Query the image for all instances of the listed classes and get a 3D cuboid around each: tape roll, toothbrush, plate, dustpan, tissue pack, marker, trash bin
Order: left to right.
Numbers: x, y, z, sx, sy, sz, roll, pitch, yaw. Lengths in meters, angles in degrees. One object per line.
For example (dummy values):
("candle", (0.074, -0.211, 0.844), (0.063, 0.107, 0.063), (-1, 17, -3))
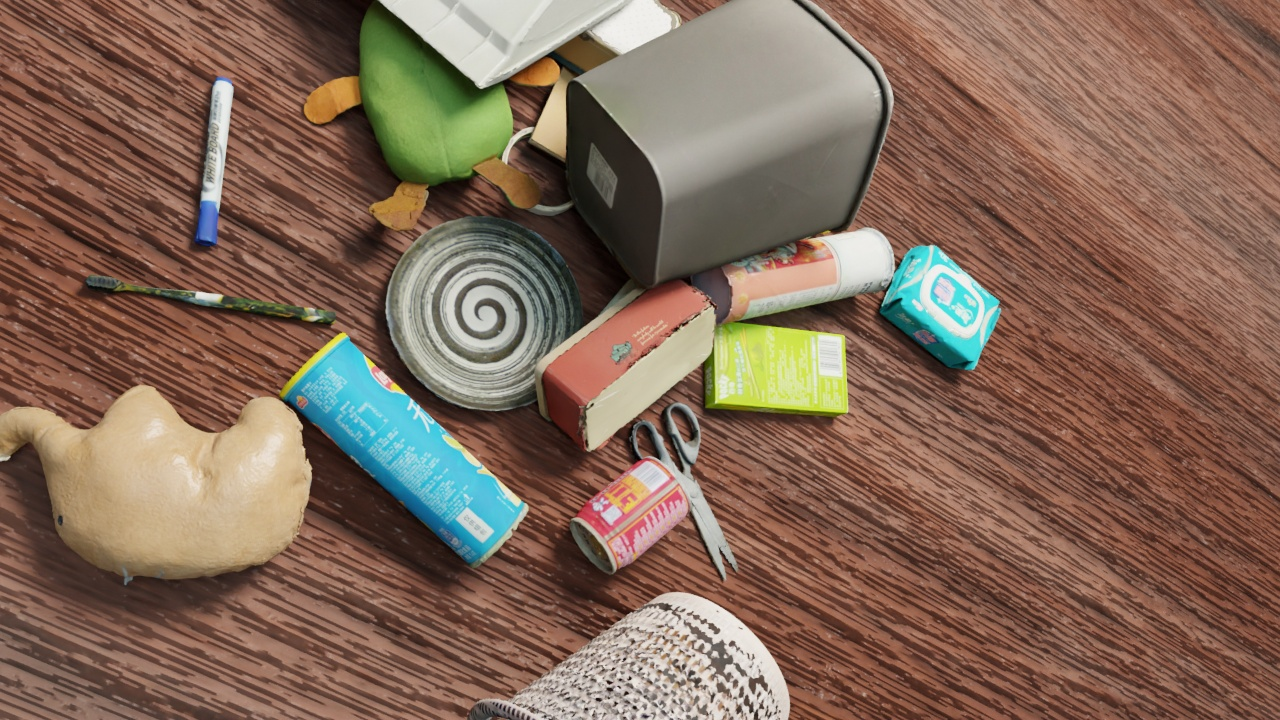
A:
("marker", (-0.353, -0.166, 0.761), (0.017, 0.017, 0.145), (6, 77, -23))
("toothbrush", (-0.342, -0.049, 0.740), (0.185, 0.017, 0.012), (9, 81, -22))
("plate", (-0.138, -0.042, 0.826), (0.179, 0.024, 0.179), (4, 79, -21))
("dustpan", (-0.115, -0.367, 0.831), (0.222, 0.143, 0.257), (42, 85, 10))
("tape roll", (-0.092, -0.182, 0.879), (0.085, 0.014, 0.085), (5, 77, -22))
("toothbrush", (-0.019, -0.062, 0.884), (0.189, 0.029, 0.020), (-52, 142, -22))
("trash bin", (0.008, 0.299, 0.727), (0.191, 0.228, 0.227), (-37, 95, -38))
("trash bin", (0.063, -0.191, 0.815), (0.219, 0.199, 0.198), (-25, 60, -20))
("tissue pack", (0.336, -0.058, 1.019), (0.133, 0.050, 0.093), (36, 67, -13))

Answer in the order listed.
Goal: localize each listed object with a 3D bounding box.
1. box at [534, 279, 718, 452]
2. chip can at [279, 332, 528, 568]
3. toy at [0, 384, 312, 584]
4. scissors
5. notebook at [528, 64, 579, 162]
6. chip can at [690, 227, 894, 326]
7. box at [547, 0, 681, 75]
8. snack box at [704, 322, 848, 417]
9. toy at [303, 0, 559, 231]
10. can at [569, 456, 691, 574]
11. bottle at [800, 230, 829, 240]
("box", (-0.005, 0.005, 0.825), (0.168, 0.091, 0.080), (-38, 62, -25))
("chip can", (-0.191, 0.075, 0.752), (0.210, 0.071, 0.071), (45, 66, -10))
("toy", (-0.362, 0.091, 0.673), (0.225, 0.083, 0.143), (7, 72, -19))
("scissors", (0.055, 0.121, 0.880), (0.172, 0.014, 0.146), (30, 70, -15))
("notebook", (-0.011, -0.265, 0.926), (0.149, 0.012, 0.211), (27, 65, -18))
("chip can", (0.154, -0.085, 0.925), (0.214, 0.071, 0.071), (-13, 85, -30))
("box", (-0.057, -0.333, 0.882), (0.184, 0.061, 0.089), (34, 65, 4))
("snack box", (0.138, 0.010, 0.932), (0.156, 0.026, 0.085), (5, 77, -23))
("toy", (-0.181, -0.233, 0.810), (0.226, 0.090, 0.246), (-12, 80, -11))
("can", (-0.010, 0.138, 0.819), (0.093, 0.067, 0.066), (-36, 95, -26))
("bottle", (0.156, -0.154, 0.954), (0.108, 0.063, 0.063), (-18, 87, -24))
